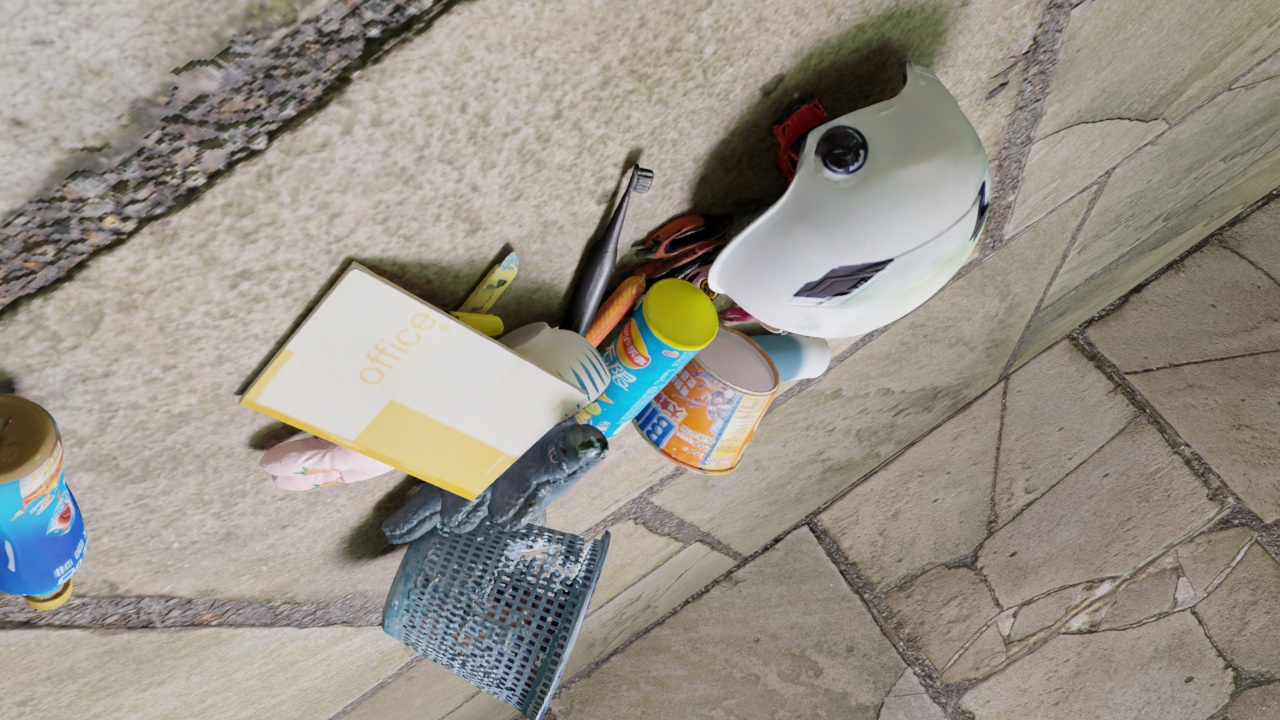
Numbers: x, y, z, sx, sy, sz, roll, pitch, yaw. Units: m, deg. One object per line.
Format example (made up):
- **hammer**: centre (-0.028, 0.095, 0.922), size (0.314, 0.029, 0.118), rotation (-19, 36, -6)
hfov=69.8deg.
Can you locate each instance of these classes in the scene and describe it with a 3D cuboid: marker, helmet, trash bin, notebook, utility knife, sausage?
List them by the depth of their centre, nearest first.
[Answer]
- **notebook**: centre (-0.162, 0.026, 0.676), size (0.206, 0.010, 0.146), rotation (32, 116, -35)
- **marker**: centre (-0.155, -0.030, 0.679), size (0.124, 0.015, 0.018), rotation (4, 133, -44)
- **utility knife**: centre (-0.142, -0.030, 0.723), size (0.163, 0.018, 0.030), rotation (-50, 157, 25)
- **helmet**: centre (0.198, -0.107, 0.792), size (0.258, 0.146, 0.229), rotation (-40, 166, -14)
- **sausage**: centre (-0.041, -0.028, 0.845), size (0.021, 0.021, 0.166), rotation (-13, 156, -45)
- **trash bin**: centre (-0.162, 0.256, 0.998), size (0.226, 0.195, 0.226), rotation (-165, -82, -88)

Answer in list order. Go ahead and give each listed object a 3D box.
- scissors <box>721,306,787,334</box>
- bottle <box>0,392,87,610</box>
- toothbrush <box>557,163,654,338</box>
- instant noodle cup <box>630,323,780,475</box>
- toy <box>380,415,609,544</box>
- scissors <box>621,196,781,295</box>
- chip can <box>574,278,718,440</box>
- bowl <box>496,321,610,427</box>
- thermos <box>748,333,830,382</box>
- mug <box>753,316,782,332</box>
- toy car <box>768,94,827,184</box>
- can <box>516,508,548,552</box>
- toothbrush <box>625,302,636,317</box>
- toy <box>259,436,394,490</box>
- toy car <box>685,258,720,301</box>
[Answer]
- **scissors**: centre (0.150, -0.056, 1.012), size (0.136, 0.017, 0.133), rotation (-8, -155, 12)
- **bottle**: centre (-0.385, 0.102, 0.570), size (0.065, 0.065, 0.219), rotation (-19, 155, -35)
- **toothbrush**: centre (-0.031, -0.081, 0.755), size (0.027, 0.026, 0.213), rotation (16, 141, -11)
- **instant noodle cup**: centre (0.075, 0.035, 1.012), size (0.151, 0.151, 0.112), rotation (-10, 140, -48)
- **toy**: centre (-0.124, 0.096, 0.854), size (0.357, 0.091, 0.137), rotation (-24, -158, 46)
- **scissors**: centre (0.082, -0.127, 0.838), size (0.207, 0.015, 0.193), rotation (-42, 157, 19)
- **chip can**: centre (-0.005, 0.005, 0.881), size (0.071, 0.071, 0.211), rotation (-20, 163, -34)
- **bowl**: centre (-0.091, 0.009, 0.776), size (0.116, 0.066, 0.116), rotation (-22, -161, 8)
- **thermos**: centre (0.165, 0.000, 1.169), size (0.220, 0.070, 0.070), rotation (-6, 145, -52)
- **mug**: centre (0.161, -0.089, 0.968), size (0.105, 0.081, 0.115), rotation (-31, -174, -14)
- **toy car**: centre (0.138, -0.184, 0.780), size (0.049, 0.031, 0.106), rotation (-36, 157, 2)
- **can**: centre (-0.145, 0.192, 1.132), size (0.058, 0.058, 0.147), rotation (-28, 158, -16)
- **toothbrush**: centre (-0.006, -0.020, 0.936), size (0.012, 0.017, 0.186), rotation (-1, 157, 2)
- **toy**: centre (-0.226, 0.068, 0.755), size (0.159, 0.054, 0.121), rotation (-21, 165, -15)
- **toy car**: centre (0.060, -0.069, 0.905), size (0.056, 0.037, 0.123), rotation (-29, 171, -39)
